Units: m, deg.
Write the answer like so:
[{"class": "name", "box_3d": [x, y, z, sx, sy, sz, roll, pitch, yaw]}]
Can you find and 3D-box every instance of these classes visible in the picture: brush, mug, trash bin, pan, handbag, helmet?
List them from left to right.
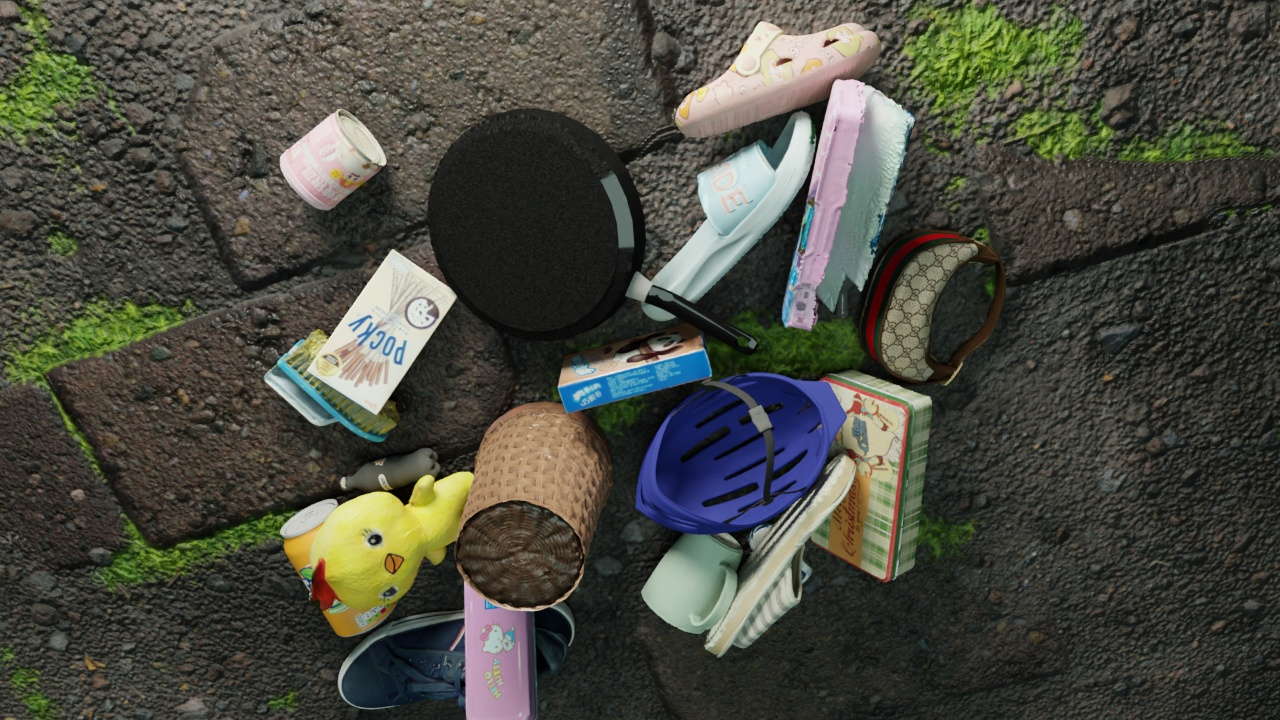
[{"class": "brush", "box_3d": [-0.323, 0.039, 0.972, 0.075, 0.055, 0.136, -38, 106, 23]}, {"class": "trash bin", "box_3d": [-0.105, 0.149, 0.927, 0.151, 0.209, 0.151, 0, 111, 1]}, {"class": "pan", "box_3d": [-0.049, -0.093, 0.874, 0.356, 0.034, 0.226, 30, 118, 9]}, {"class": "mug", "box_3d": [0.068, 0.243, 1.012, 0.084, 0.111, 0.104, 28, 99, -26]}, {"class": "helmet", "box_3d": [0.083, 0.092, 0.901, 0.242, 0.227, 0.147, -29, 75, 10]}, {"class": "handbag", "box_3d": [0.300, -0.047, 0.933, 0.138, 0.063, 0.167, 7, 111, -12]}]

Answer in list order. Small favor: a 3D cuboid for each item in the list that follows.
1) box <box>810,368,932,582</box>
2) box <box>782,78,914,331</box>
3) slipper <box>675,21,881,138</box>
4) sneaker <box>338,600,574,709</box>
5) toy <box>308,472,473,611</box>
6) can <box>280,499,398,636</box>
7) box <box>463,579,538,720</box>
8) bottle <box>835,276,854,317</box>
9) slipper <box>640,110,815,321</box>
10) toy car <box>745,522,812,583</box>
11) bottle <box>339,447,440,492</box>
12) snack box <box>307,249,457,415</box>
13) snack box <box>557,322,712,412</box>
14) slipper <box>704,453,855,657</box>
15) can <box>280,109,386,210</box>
[{"class": "box", "box_3d": [0.237, 0.119, 0.961, 0.050, 0.118, 0.206, -15, 116, -33]}, {"class": "box", "box_3d": [0.190, -0.136, 0.848, 0.077, 0.084, 0.231, 11, 130, 6]}, {"class": "slipper", "box_3d": [0.119, -0.270, 0.838, 0.197, 0.093, 0.081, -21, 88, 2]}, {"class": "sneaker", "box_3d": [-0.219, 0.365, 1.055, 0.295, 0.127, 0.121, -16, 108, 9]}, {"class": "toy", "box_3d": [-0.261, 0.186, 0.971, 0.207, 0.092, 0.134, -20, 124, -30]}, {"class": "can", "box_3d": [-0.337, 0.233, 1.030, 0.079, 0.079, 0.142, -21, 108, 8]}, {"class": "box", "box_3d": [-0.154, 0.292, 1.009, 0.076, 0.036, 0.214, -8, 70, 9]}, {"class": "bottle", "box_3d": [0.204, -0.098, 0.927, 0.030, 0.030, 0.113, -4, 110, 2]}, {"class": "slipper", "box_3d": [0.075, -0.140, 0.879, 0.074, 0.104, 0.246, 37, 111, -15]}, {"class": "toy car", "box_3d": [0.159, 0.224, 1.048, 0.039, 0.027, 0.090, -39, 105, 15]}, {"class": "bottle", "box_3d": [-0.277, 0.124, 1.012, 0.110, 0.036, 0.036, -14, 109, 6]}, {"class": "snack box", "box_3d": [-0.260, -0.028, 0.931, 0.082, 0.026, 0.150, 34, 82, -12]}, {"class": "snack box", "box_3d": [-0.006, 0.005, 0.938, 0.151, 0.087, 0.034, -15, 110, 6]}, {"class": "slipper", "box_3d": [0.151, 0.211, 0.967, 0.054, 0.114, 0.273, 29, 114, -1]}, {"class": "can", "box_3d": [-0.295, -0.191, 0.881, 0.076, 0.067, 0.067, -34, 106, 11]}]
